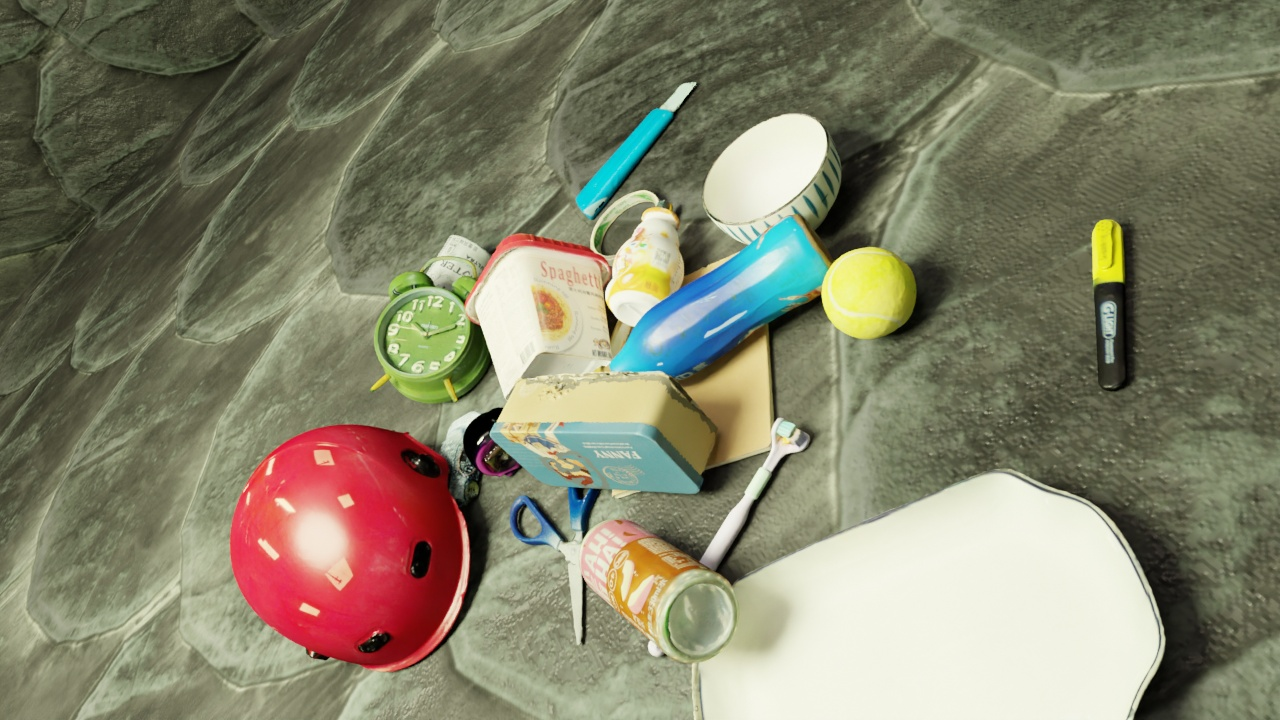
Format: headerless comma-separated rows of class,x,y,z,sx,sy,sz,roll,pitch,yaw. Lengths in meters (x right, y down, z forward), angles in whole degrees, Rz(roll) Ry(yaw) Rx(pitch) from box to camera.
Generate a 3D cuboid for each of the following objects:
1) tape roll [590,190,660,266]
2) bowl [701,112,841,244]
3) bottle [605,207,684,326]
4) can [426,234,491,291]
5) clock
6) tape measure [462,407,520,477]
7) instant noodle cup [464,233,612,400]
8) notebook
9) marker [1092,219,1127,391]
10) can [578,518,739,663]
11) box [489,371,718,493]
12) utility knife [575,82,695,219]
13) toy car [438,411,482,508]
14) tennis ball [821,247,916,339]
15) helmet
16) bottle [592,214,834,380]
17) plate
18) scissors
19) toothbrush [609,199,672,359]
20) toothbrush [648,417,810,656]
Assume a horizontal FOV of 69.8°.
tape roll,-0.013,-0.133,0.919,0.086,0.014,0.085,-24,46,27
bowl,0.117,-0.141,0.767,0.117,0.066,0.116,-23,46,26
bottle,0.008,-0.084,0.812,0.063,0.063,0.108,-11,52,36
can,-0.223,-0.066,1.022,0.058,0.058,0.146,11,67,46
clock,-0.212,-0.035,0.945,0.116,0.056,0.161,6,70,10
tape measure,-0.129,0.075,0.826,0.058,0.057,0.039,-40,41,-3
instant noodle cup,-0.085,-0.031,0.823,0.117,0.116,0.124,-49,45,41
notebook,0.042,0.005,0.765,0.148,0.008,0.207,-22,46,29
marker,0.290,-0.036,0.568,0.018,0.015,0.123,-12,53,40
can,0.008,0.149,0.611,0.058,0.058,0.147,-57,21,-10
box,-0.025,0.056,0.708,0.185,0.090,0.061,-3,52,42
utility knife,-0.004,-0.230,0.986,0.187,0.018,0.034,-50,51,-3
toy car,-0.172,0.093,0.871,0.049,0.031,0.105,-13,50,34
tennis ball,0.163,-0.048,0.653,0.066,0.065,0.065,-24,46,27
helmet,-0.270,0.157,0.809,0.240,0.144,0.207,30,91,45
bottle,0.049,-0.032,0.728,0.219,0.065,0.065,-33,42,17
plate,0.150,0.167,0.518,0.266,0.034,0.161,-30,44,21
scissors,-0.054,0.141,0.742,0.164,0.012,0.160,8,66,44
toothbrush,-0.003,-0.072,0.848,0.016,0.018,0.191,-5,56,43
toothbrush,0.060,0.126,0.645,0.189,0.029,0.021,-57,0,-7
